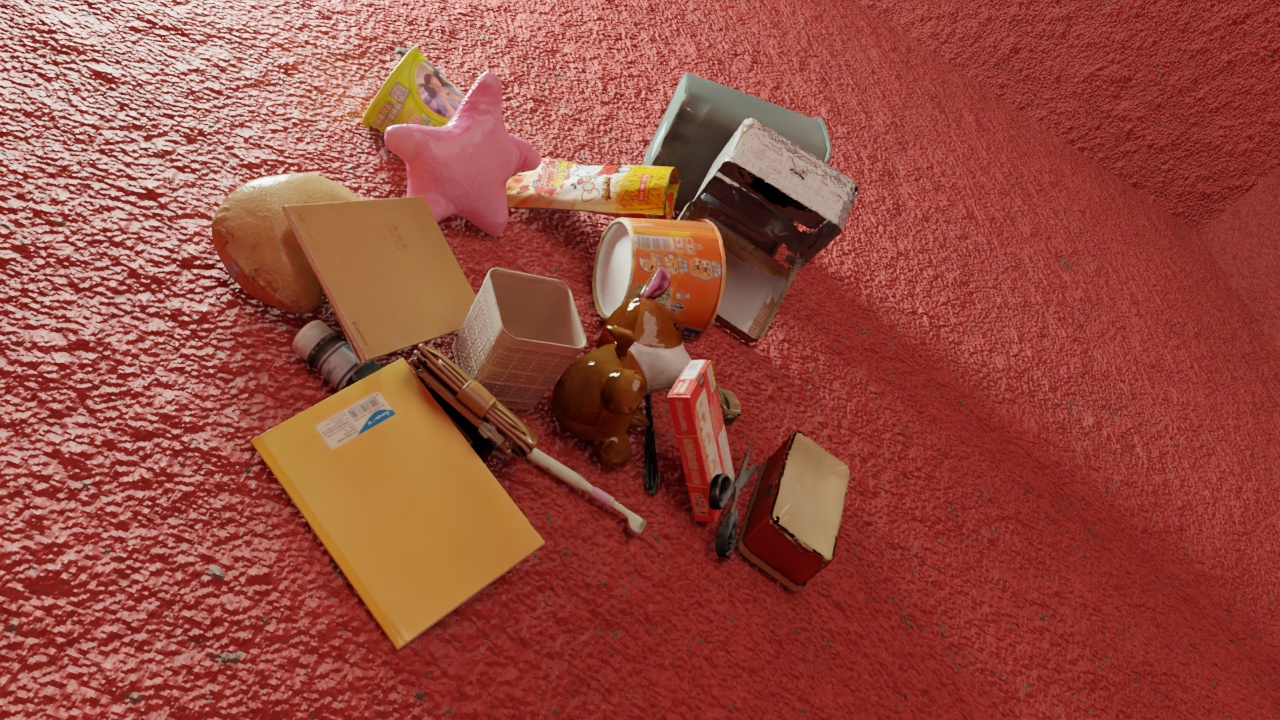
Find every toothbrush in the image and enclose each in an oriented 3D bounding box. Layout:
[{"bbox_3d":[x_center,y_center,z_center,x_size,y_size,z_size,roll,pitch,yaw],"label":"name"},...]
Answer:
[{"bbox_3d":[-0.076,0.110,0.879,0.189,0.020,0.029,34,7,-4],"label":"toothbrush"},{"bbox_3d":[0.012,0.072,0.994,0.015,0.018,0.180,24,41,-23],"label":"toothbrush"}]

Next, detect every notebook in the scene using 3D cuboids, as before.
[{"bbox_3d":[-0.195,0.108,0.746,0.145,0.010,0.206,-33,76,-31],"label":"notebook"},{"bbox_3d":[-0.234,-0.086,0.874,0.149,0.012,0.211,63,23,-2],"label":"notebook"}]

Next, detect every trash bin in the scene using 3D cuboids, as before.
[{"bbox_3d":[0.128,-0.287,1.325,0.219,0.199,0.198,22,31,-10],"label":"trash bin"}]

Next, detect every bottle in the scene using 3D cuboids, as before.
[{"bbox_3d":[-0.224,0.038,0.810,0.195,0.044,0.079,40,43,4],"label":"bottle"}]

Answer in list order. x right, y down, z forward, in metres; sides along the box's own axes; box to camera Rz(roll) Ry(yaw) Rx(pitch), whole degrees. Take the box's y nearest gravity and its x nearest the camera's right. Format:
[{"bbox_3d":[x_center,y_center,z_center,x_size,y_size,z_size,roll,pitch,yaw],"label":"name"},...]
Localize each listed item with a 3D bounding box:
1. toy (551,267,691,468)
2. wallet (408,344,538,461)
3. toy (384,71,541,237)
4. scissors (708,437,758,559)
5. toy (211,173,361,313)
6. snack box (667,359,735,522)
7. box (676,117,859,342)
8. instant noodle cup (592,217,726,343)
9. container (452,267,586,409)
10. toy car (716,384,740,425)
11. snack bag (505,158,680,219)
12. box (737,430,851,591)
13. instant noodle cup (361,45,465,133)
[{"bbox_3d":[-0.006,0.006,0.954,0.130,0.140,0.199,19,42,5],"label":"toy"},{"bbox_3d":[-0.146,0.037,0.813,0.132,0.031,0.108,40,-5,-3],"label":"wallet"},{"bbox_3d":[-0.198,-0.206,1.026,0.194,0.179,0.075,-41,38,-23],"label":"toy"},{"bbox_3d":[0.101,0.134,0.967,0.165,0.014,0.163,52,42,-56],"label":"scissors"},{"bbox_3d":[-0.303,-0.124,0.891,0.143,0.083,0.225,57,35,0],"label":"toy"},{"bbox_3d":[0.064,0.082,0.935,0.025,0.153,0.075,-1,29,24],"label":"snack box"},{"bbox_3d":[0.145,-0.166,1.167,0.181,0.158,0.204,33,69,-7],"label":"box"},{"bbox_3d":[0.016,-0.100,1.076,0.111,0.152,0.151,5,47,-25],"label":"instant noodle cup"},{"bbox_3d":[-0.123,-0.015,0.892,0.089,0.111,0.090,8,47,-34],"label":"container"},{"bbox_3d":[0.080,0.047,1.061,0.090,0.035,0.042,13,45,-33],"label":"toy car"},{"bbox_3d":[-0.060,-0.214,1.143,0.208,0.073,0.128,9,37,12],"label":"snack bag"},{"bbox_3d":[0.175,0.154,0.987,0.091,0.077,0.167,36,35,-3],"label":"box"},{"bbox_3d":[-0.246,-0.287,1.086,0.123,0.112,0.111,36,36,-16],"label":"instant noodle cup"}]
